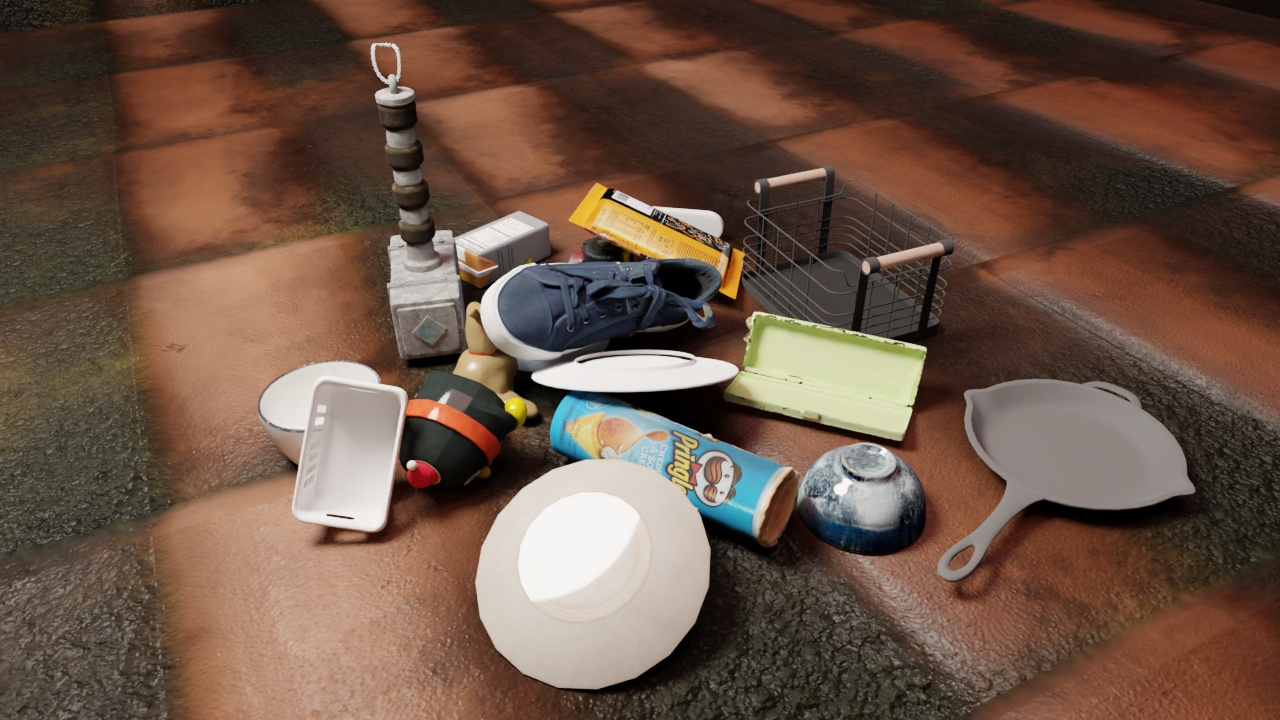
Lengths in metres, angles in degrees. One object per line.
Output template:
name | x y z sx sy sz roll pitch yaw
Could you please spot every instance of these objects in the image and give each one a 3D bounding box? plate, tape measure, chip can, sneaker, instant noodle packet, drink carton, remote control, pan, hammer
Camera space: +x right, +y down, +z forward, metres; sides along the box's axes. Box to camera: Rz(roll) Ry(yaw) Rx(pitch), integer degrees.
plate | -0.040 0.156 0.716 0.189 0.027 0.188 -6 56 9
tape measure | -0.042 -0.136 1.167 0.067 0.038 0.062 -4 35 -2
chip can | 0.028 0.092 0.832 0.230 0.080 0.079 21 40 29
sneaker | -0.023 -0.066 0.967 0.293 0.120 0.128 -12 -9 -39
instant noodle packet | 0.027 -0.155 1.162 0.221 0.032 0.159 25 28 -2
plate | -0.006 0.006 0.930 0.208 0.015 0.208 -2 9 0
drink carton | -0.186 -0.147 1.206 0.076 0.049 0.124 28 44 35
remote control | 0.046 -0.188 1.265 0.136 0.043 0.013 6 35 11
pan | 0.367 0.108 0.841 0.217 0.024 0.353 28 44 36
hammer | -0.249 -0.175 1.002 0.079 0.327 0.176 -8 35 -10

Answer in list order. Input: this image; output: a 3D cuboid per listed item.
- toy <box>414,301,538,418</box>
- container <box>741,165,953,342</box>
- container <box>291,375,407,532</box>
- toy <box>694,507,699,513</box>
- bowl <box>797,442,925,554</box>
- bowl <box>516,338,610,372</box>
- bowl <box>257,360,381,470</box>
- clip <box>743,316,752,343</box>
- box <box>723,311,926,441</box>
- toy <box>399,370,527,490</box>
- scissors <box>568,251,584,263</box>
toy | -0.162 -0.004 0.956 0.134 0.108 0.105 7 8 12
container | 0.237 -0.120 1.083 0.162 0.130 0.241 -15 37 -19
container | -0.254 0.081 0.814 0.080 0.129 0.049 10 2 -8
toy | 0.005 0.162 0.753 0.108 0.053 0.105 -13 46 -10
bowl | 0.198 0.110 0.812 0.114 0.061 0.114 -1 36 1
bowl | -0.109 -0.059 1.053 0.150 0.075 0.150 -1 34 0
bowl | -0.307 0.057 0.897 0.116 0.066 0.116 -1 35 0
clip | 0.140 -0.030 1.035 0.024 0.041 0.061 -21 34 -24
box | 0.193 0.020 0.957 0.188 0.064 0.130 12 57 19
toy | -0.177 0.073 0.852 0.098 0.099 0.119 -24 35 55
scissors | -0.048 -0.123 1.198 0.179 0.015 0.198 18 40 26
